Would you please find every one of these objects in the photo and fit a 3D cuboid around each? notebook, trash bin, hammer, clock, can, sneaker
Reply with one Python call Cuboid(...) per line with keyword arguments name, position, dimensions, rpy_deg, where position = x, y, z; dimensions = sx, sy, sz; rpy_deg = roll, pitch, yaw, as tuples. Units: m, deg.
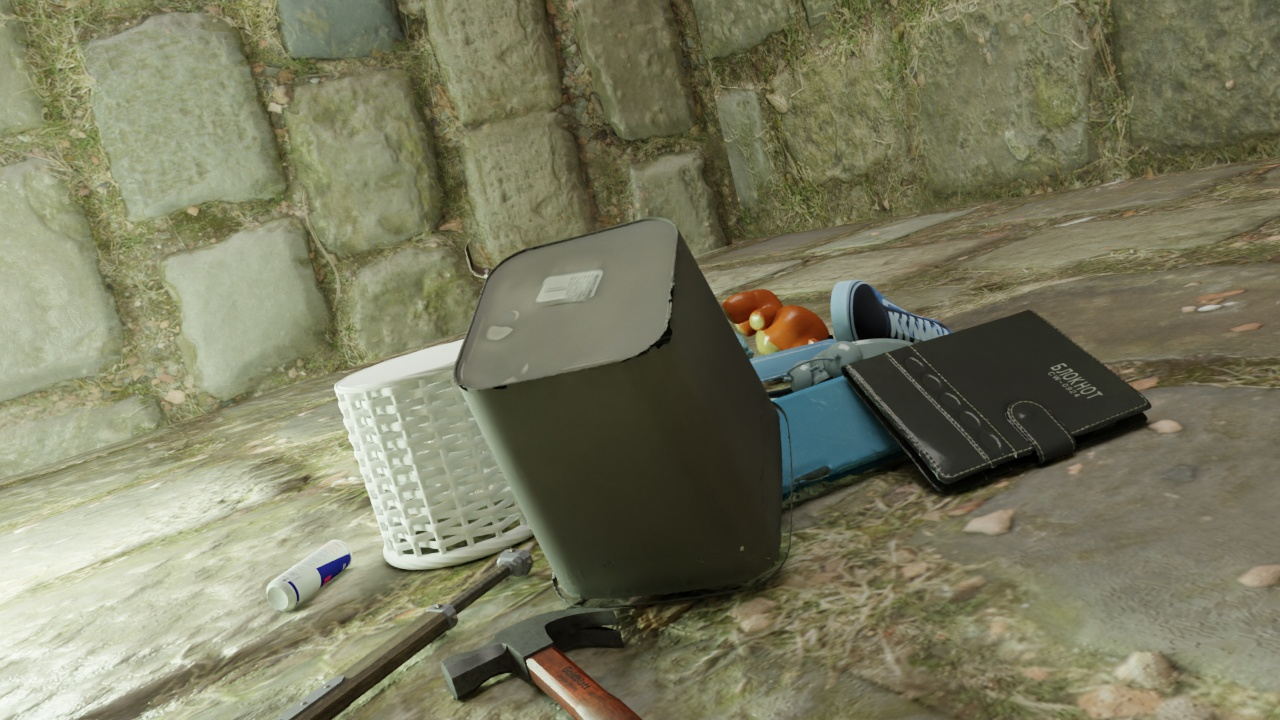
Cuboid(name="notebook", position=(0.311, 0.029, 0.810), dimensions=(0.209, 0.029, 0.169), rpy_deg=(-19, 41, -12))
Cuboid(name="trash bin", position=(-0.011, 0.036, 0.678), dimensions=(0.198, 0.220, 0.197), rpy_deg=(-12, 41, 18))
Cuboid(name="hammer", position=(-0.016, 0.204, 0.517), dimensions=(0.110, 0.028, 0.301), rpy_deg=(-20, 12, -26))
Cuboid(name="clock", position=(0.224, 0.017, 0.950), dimensions=(0.159, 0.045, 0.123), rpy_deg=(10, -24, -28))
Cuboid(name="hammer", position=(-0.187, 0.217, 0.679), dimensions=(0.147, 0.028, 0.315), rpy_deg=(-7, 13, 34))
Cuboid(name="can", position=(-0.322, 0.209, 0.895), dimensions=(0.032, 0.032, 0.095), rpy_deg=(-10, 11, 21))
Cuboid(name="sneaker", position=(0.288, -0.034, 0.997), dimensions=(0.098, 0.083, 0.241), rpy_deg=(-6, -18, 34))

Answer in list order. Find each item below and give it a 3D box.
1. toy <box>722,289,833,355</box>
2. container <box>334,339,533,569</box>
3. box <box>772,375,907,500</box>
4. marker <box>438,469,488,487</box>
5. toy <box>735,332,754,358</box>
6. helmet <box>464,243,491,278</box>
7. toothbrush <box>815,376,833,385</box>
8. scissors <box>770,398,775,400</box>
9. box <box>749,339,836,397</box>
Cuboid(name="toy", position=(0.197, -0.038, 1.244), dimensions=(0.176, 0.096, 0.112), rpy_deg=(18, -8, 27))
Cuboid(name="container", position=(-0.193, 0.087, 0.937), dimensions=(0.189, 0.187, 0.189), rpy_deg=(-14, 10, 2))
Cuboid(name="box", position=(0.130, 0.096, 0.859), dimensions=(0.231, 0.094, 0.110), rpy_deg=(-19, -28, -16))
Cuboid(name="marker", position=(-0.200, 0.143, 1.128), dimensions=(0.145, 0.017, 0.017), rpy_deg=(-16, 10, -12))
Cuboid(name="toy", position=(0.103, -0.005, 1.314), dimensions=(0.106, 0.131, 0.205), rpy_deg=(-34, -4, 6))
Cuboid(name="helmet", position=(-0.111, -0.070, 1.475), dimensions=(0.233, 0.254, 0.234), rpy_deg=(-23, 37, -16))
Cuboid(name="toothbrush", position=(0.152, 0.052, 0.956), dimensions=(0.012, 0.013, 0.168), rpy_deg=(-8, -17, -31))
Cuboid(name="scissors", position=(0.192, 0.046, 1.028), dimensions=(0.178, 0.016, 0.108), rpy_deg=(-9, 19, -30))
Cuboid(name="box", position=(0.160, 0.035, 1.153), dimensions=(0.210, 0.064, 0.069), rpy_deg=(-15, 27, 7))
